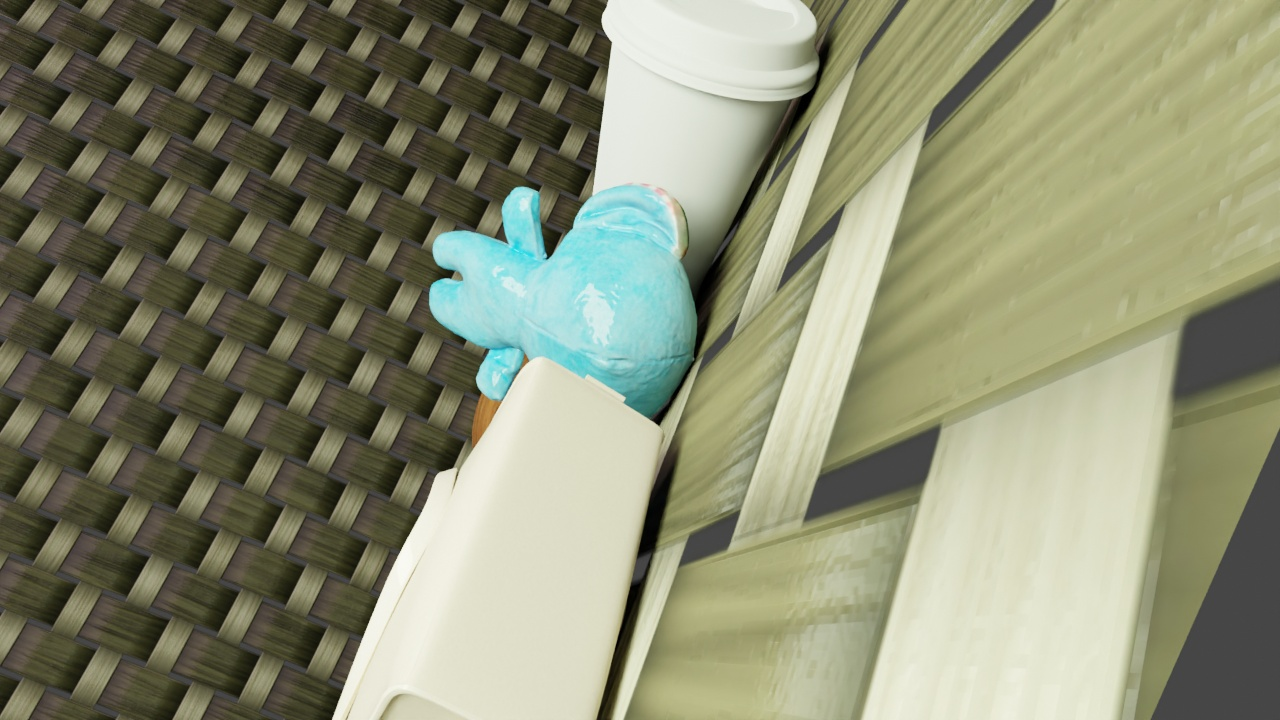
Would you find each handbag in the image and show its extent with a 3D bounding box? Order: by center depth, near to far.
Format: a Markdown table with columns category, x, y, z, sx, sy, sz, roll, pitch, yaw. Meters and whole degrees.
| category | x | y | z | sx | sy | sz | roll | pitch | yaw |
| --- | --- | --- | --- | --- | --- | --- | --- | --- | --- |
| handbag | -0.085 | 0.125 | 0.437 | 0.198 | 0.101 | 0.194 | -46 | 19 | 40 |

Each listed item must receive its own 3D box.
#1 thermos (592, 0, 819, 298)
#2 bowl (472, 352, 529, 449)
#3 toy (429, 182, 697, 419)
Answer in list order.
| category | x | y | z | sx | sy | sz | roll | pitch | yaw |
| --- | --- | --- | --- | --- | --- | --- | --- | --- | --- |
| thermos | 0.023 | -0.128 | 0.597 | 0.131 | 0.131 | 0.222 | -72 | 0 | -50 |
| bowl | -0.059 | 0.053 | 0.751 | 0.147 | 0.069 | 0.147 | -28 | -52 | -43 |
| toy | -0.047 | -0.030 | 0.570 | 0.114 | 0.181 | 0.184 | -28 | -46 | -58 |
